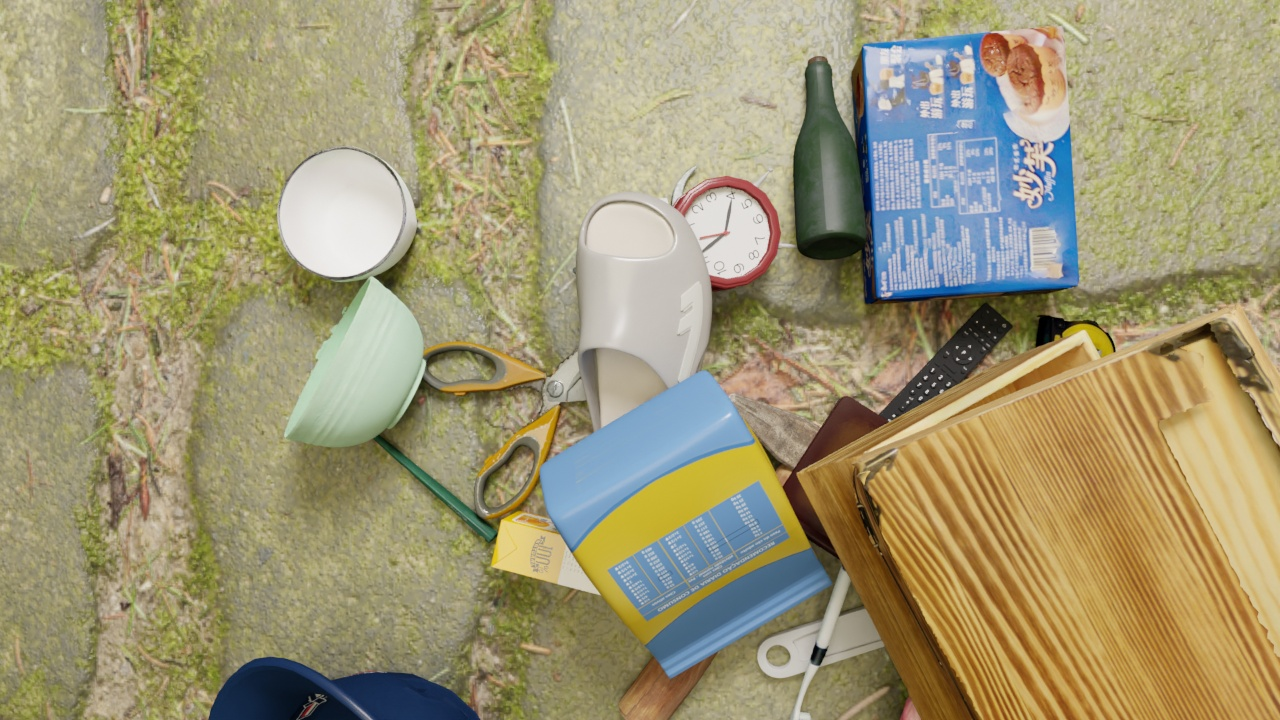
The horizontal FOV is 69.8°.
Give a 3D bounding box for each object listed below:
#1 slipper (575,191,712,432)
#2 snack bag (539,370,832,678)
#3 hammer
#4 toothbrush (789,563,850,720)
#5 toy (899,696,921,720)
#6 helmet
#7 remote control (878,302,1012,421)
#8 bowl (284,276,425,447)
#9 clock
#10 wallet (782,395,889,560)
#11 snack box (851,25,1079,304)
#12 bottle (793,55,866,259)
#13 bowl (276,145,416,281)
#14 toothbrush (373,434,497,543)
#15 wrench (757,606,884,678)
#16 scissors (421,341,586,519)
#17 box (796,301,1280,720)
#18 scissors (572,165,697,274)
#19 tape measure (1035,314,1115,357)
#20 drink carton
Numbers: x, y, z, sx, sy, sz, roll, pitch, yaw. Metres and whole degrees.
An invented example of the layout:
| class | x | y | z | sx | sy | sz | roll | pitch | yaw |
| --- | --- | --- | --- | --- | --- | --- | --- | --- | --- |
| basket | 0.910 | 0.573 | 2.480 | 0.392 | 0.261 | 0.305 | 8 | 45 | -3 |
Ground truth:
| class | x | y | z | sx | sy | sz | roll | pitch | yaw |
| --- | --- | --- | --- | --- | --- | --- | --- | --- | --- |
| slipper | -0.004 | 0.004 | 0.730 | 0.113 | 0.080 | 0.266 | 4 | 109 | 17 |
| snack bag | 0.040 | 0.135 | 0.701 | 0.159 | 0.102 | 0.205 | -31 | 111 | 1 |
| hammer | 0.072 | 0.181 | 0.774 | 0.158 | 0.037 | 0.301 | 33 | 93 | 7 |
| toothbrush | 0.152 | 0.230 | 0.750 | 0.017 | 0.012 | 0.187 | 11 | 108 | -8 |
| toy | 0.276 | 0.343 | 0.721 | 0.192 | 0.097 | 0.237 | -21 | 96 | -7 |
| helmet | -0.223 | 0.342 | 0.715 | 0.233 | 0.222 | 0.272 | -36 | 94 | 29 |
| remote control | 0.251 | 0.013 | 0.768 | 0.030 | 0.009 | 0.140 | 43 | 94 | 6 |
| bowl | -0.231 | 0.012 | 0.774 | 0.077 | 0.151 | 0.151 | 29 | 93 | -21 |
| clock | 0.056 | -0.100 | 0.763 | 0.137 | 0.048 | 0.096 | -23 | 95 | -7 |
| wallet | 0.167 | 0.097 | 0.736 | 0.091 | 0.018 | 0.115 | 33 | 95 | 6 |
| snack box | 0.257 | -0.152 | 0.741 | 0.155 | 0.069 | 0.202 | -3 | 89 | 7 |
| bottle | 0.152 | -0.172 | 0.758 | 0.055 | 0.055 | 0.174 | -3 | 73 | 7 |
| bowl | -0.249 | -0.124 | 0.806 | 0.116 | 0.065 | 0.116 | 0 | 89 | 7 |
| toothbrush | -0.205 | 0.101 | 0.821 | 0.190 | 0.016 | 0.017 | 38 | 91 | 6 |
| wrench | 0.232 | 0.221 | 0.764 | 0.273 | 0.018 | 0.086 | -21 | 88 | 8 |
| scissors | -0.099 | 0.026 | 0.809 | 0.216 | 0.016 | 0.225 | 39 | 89 | 7 |
| box | 0.290 | 0.134 | 0.552 | 0.283 | 0.324 | 0.279 | -25 | 86 | -22 |
| scissors | 0.006 | -0.099 | 0.797 | 0.124 | 0.019 | 0.154 | 8 | 88 | 5 |
| tape measure | 0.352 | -0.004 | 0.744 | 0.061 | 0.034 | 0.061 | 5 | 90 | 5 |
| drink carton | -0.057 | 0.165 | 0.779 | 0.122 | 0.058 | 0.040 | 13 | 90 | 7 |
